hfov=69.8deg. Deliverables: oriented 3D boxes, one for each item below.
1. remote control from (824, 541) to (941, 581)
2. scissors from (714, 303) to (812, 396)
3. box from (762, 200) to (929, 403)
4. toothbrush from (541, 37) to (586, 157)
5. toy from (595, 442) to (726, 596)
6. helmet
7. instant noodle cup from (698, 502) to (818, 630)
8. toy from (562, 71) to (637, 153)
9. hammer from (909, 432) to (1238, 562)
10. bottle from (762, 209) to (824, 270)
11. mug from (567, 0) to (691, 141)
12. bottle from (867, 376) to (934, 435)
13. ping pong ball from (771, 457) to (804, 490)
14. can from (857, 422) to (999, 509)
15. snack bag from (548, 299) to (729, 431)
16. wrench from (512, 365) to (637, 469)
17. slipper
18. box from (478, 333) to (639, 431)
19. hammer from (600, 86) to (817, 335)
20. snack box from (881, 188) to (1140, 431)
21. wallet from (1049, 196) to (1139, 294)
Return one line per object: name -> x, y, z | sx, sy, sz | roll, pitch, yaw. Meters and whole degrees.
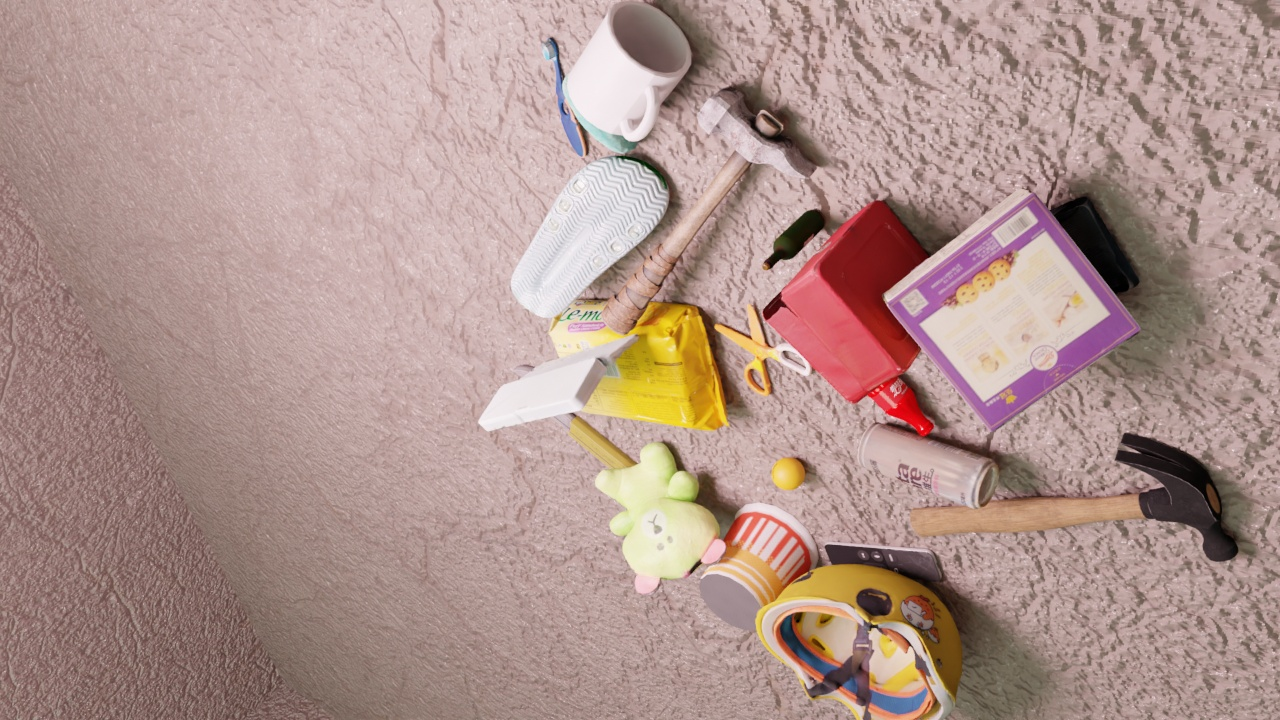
remote control -> 0.295, 0.246, 1.127 | 0.147, 0.008, 0.045 | -5, 118, 44
scissors -> 0.143, -0.010, 1.048 | 0.128, 0.011, 0.125 | 6, 127, 37
box -> 0.205, -0.055, 0.845 | 0.129, 0.157, 0.093 | 47, 135, -2
toothbrush -> -0.084, -0.287, 1.016 | 0.022, 0.017, 0.135 | 10, 128, 39
toy -> 0.029, 0.213, 1.227 | 0.150, 0.107, 0.196 | -33, 60, 15
helmet -> 0.274, 0.324, 1.106 | 0.240, 0.139, 0.210 | 32, 138, 15
instant noodle cup -> 0.147, 0.272, 1.191 | 0.123, 0.120, 0.124 | 24, 135, 26
toy -> -0.045, -0.261, 0.958 | 0.033, 0.085, 0.105 | -36, 93, 21
hammer -> 0.410, 0.151, 0.929 | 0.306, 0.040, 0.132 | -17, 113, 48
bottle -> 0.145, -0.114, 0.886 | 0.025, 0.105, 0.025 | 24, 135, 26
mug -> -0.009, -0.270, 0.890 | 0.090, 0.091, 0.121 | -41, 54, 50
bottle -> 0.259, 0.032, 0.961 | 0.119, 0.036, 0.036 | 45, 140, 2
ping pong ball -> 0.180, 0.138, 1.115 | 0.040, 0.040, 0.040 | 24, 135, 26
can -> 0.300, 0.109, 0.961 | 0.136, 0.054, 0.054 | 19, 133, 40
snack bag -> -0.007, 0.007, 1.150 | 0.248, 0.068, 0.160 | 5, 123, 39
wrench -> -0.083, 0.103, 1.335 | 0.273, 0.018, 0.084 | 37, 139, 11
slipper -> -0.063, -0.145, 1.063 | 0.104, 0.074, 0.246 | 42, 124, -7
box -> -0.101, 0.023, 1.088 | 0.198, 0.134, 0.041 | -14, 123, 47
hammer -> 0.048, -0.134, 0.964 | 0.121, 0.048, 0.320 | 40, 130, 0
snack box -> 0.304, -0.040, 0.760 | 0.144, 0.040, 0.148 | -39, 97, 16
wallet -> 0.353, -0.082, 0.792 | 0.115, 0.026, 0.089 | -24, 106, 47
